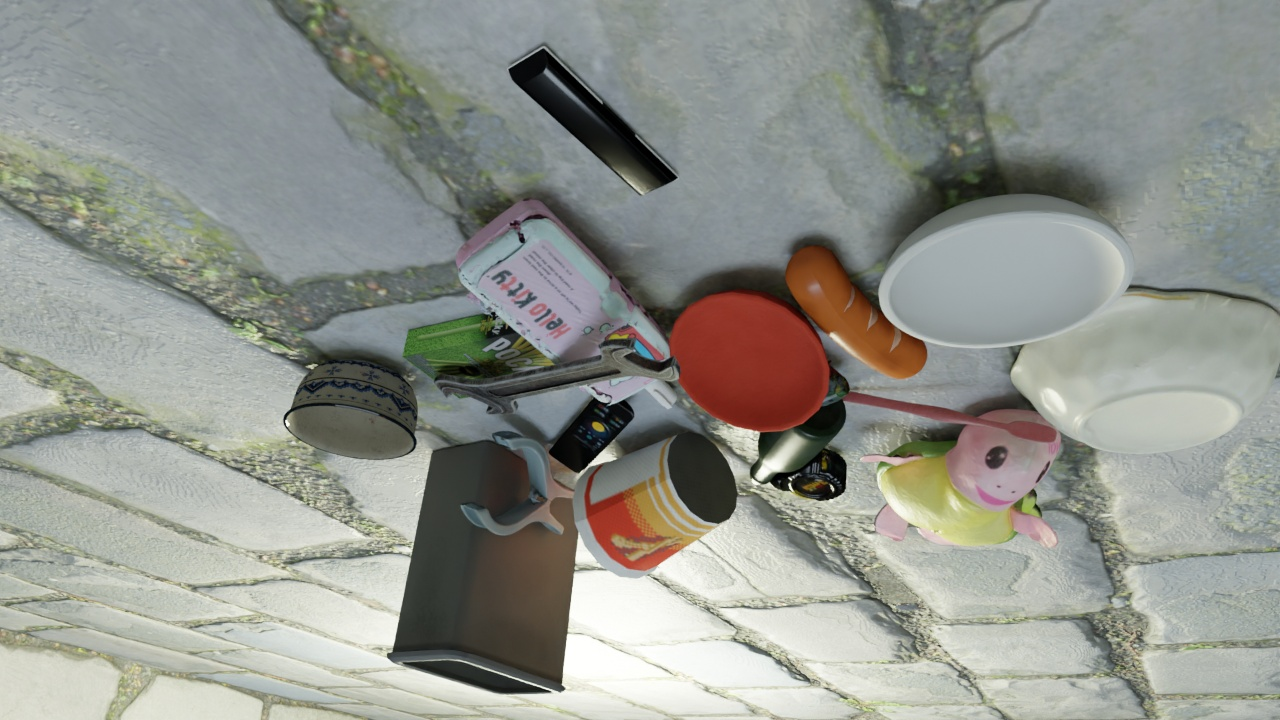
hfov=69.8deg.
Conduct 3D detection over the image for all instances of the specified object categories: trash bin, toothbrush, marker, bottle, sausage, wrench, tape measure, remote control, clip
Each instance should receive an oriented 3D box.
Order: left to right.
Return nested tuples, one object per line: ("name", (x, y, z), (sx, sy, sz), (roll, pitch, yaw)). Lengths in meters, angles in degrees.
("trash bin", (-0.154, 0.226, 0.979), (0.098, 0.219, 0.192), (-13, 146, 28))
("clip", (-0.106, 0.107, 0.933), (0.029, 0.143, 0.172), (16, 175, 30))
("wrench", (-0.071, 0.015, 0.687), (0.070, 0.010, 0.274), (31, 154, -32))
("remote control", (-0.048, 0.069, 0.885), (0.041, 0.020, 0.152), (36, 145, -4))
("remote control", (-0.025, -0.133, 0.531), (0.028, 0.011, 0.124), (-17, 144, 34))
("marker", (-0.005, 0.004, 0.765), (0.017, 0.020, 0.133), (-22, 143, 18))
("bottle", (0.132, 0.078, 0.842), (0.055, 0.055, 0.174), (9, 152, -7))
("tape measure", (0.174, 0.111, 0.914), (0.062, 0.038, 0.067), (31, 140, -25))
("sausage", (0.155, -0.030, 0.659), (0.044, 0.039, 0.164), (-40, 133, 19))
("toothbrush", (0.249, 0.044, 0.769), (0.184, 0.015, 0.015), (11, -175, 19))

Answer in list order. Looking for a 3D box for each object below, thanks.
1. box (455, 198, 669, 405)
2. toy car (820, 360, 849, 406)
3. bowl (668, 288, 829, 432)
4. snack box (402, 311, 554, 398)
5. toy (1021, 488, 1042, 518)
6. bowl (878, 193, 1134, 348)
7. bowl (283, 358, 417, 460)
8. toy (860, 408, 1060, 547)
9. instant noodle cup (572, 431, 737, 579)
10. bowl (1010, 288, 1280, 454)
("box", (-0.047, -0.031, 0.657), (0.086, 0.044, 0.202), (-34, 139, 10))
("toy car", (0.129, 0.009, 0.733), (0.042, 0.036, 0.091), (-28, 131, 37))
("bowl", (0.084, -0.005, 0.681), (0.122, 0.035, 0.122), (15, 129, 18))
("snack box", (-0.111, -0.007, 0.756), (0.148, 0.025, 0.080), (-10, 148, 25))
("toy", (0.349, 0.147, 0.943), (0.115, 0.046, 0.092), (-4, 149, 30))
("bowl", (0.228, -0.063, 0.586), (0.149, 0.043, 0.150), (4, 151, 2))
("bowl", (-0.255, 0.040, 0.826), (0.115, 0.059, 0.116), (4, 151, 2))
("toy", (0.296, 0.119, 0.857), (0.190, 0.087, 0.239), (27, 147, 7))
("instant noodle cup", (0.020, 0.137, 0.907), (0.123, 0.123, 0.121), (26, 137, -33))
("bowl", (0.388, 0.023, 0.699), (0.189, 0.060, 0.219), (-20, 143, 39))
